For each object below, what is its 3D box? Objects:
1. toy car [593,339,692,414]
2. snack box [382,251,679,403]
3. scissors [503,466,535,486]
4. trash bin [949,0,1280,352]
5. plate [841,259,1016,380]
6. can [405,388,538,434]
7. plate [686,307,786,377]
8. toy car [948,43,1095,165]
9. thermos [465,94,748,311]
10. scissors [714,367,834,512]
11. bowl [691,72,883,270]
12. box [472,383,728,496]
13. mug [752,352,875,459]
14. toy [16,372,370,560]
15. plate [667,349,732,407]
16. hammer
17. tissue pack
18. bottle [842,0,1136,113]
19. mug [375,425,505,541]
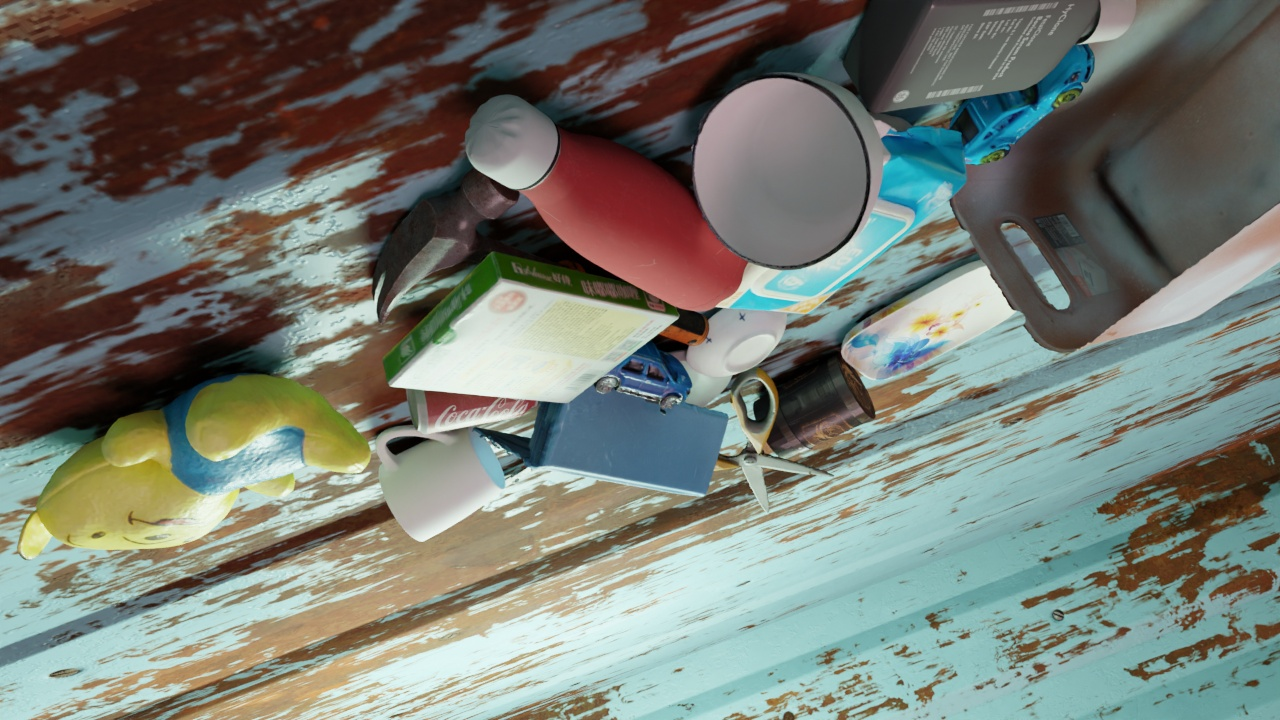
[{"bbox_3d":[-0.005,0.005,0.776,0.120,0.056,0.044,18,122,-37],"label":"toy car"},{"bbox_3d":[-0.074,-0.016,0.646,0.167,0.027,0.132,8,144,-47],"label":"snack box"},{"bbox_3d":[-0.111,0.116,0.966,0.146,0.014,0.142,-3,154,-25],"label":"scissors"},{"bbox_3d":[0.375,-0.146,0.631,0.157,0.181,0.260,-10,152,-27],"label":"trash bin"},{"bbox_3d":[0.309,-0.042,0.975,0.187,0.016,0.187,-31,153,20],"label":"plate"},{"bbox_3d":[-0.134,0.025,0.731,0.096,0.054,0.054,-10,153,-22],"label":"can"},{"bbox_3d":[0.093,-0.015,0.835,0.104,0.026,0.104,-22,148,-15],"label":"plate"},{"bbox_3d":[0.254,-0.179,0.625,0.032,0.048,0.106,7,145,-39],"label":"toy car"},{"bbox_3d":[-0.015,-0.093,0.562,0.073,0.073,0.239,-32,152,23],"label":"thermos"},{"bbox_3d":[0.105,0.088,0.973,0.225,0.016,0.230,9,132,-5],"label":"scissors"},{"bbox_3d":[0.096,-0.119,0.559,0.117,0.116,0.065,-44,174,40],"label":"bowl"},{"bbox_3d":[-0.033,0.062,0.867,0.112,0.094,0.231,17,180,43],"label":"box"},{"bbox_3d":[0.197,0.057,1.013,0.107,0.080,0.115,-31,148,22],"label":"mug"},{"bbox_3d":[-0.322,0.075,0.656,0.214,0.084,0.149,-28,153,19],"label":"toy"},{"bbox_3d":[0.006,0.034,0.902,0.178,0.012,0.179,-17,155,-8],"label":"plate"},{"bbox_3d":[-0.051,-0.047,0.675,0.138,0.035,0.314,-33,153,26],"label":"hammer"},{"bbox_3d":[0.127,-0.099,0.671,0.116,0.066,0.210,3,148,-38],"label":"tissue pack"},{"bbox_3d":[0.218,-0.203,0.550,0.173,0.046,0.084,-12,154,-18],"label":"bottle"},{"bbox_3d":[-0.184,0.096,0.824,0.087,0.081,0.114,-28,124,2],"label":"mug"}]
